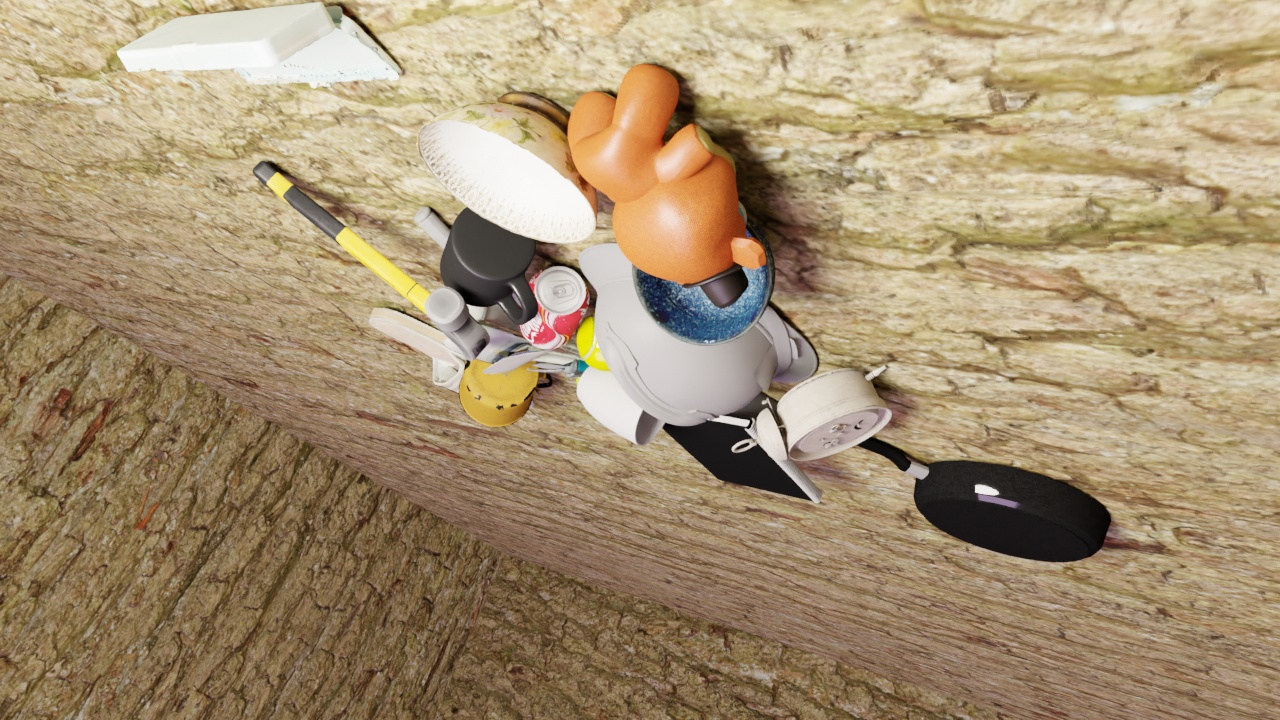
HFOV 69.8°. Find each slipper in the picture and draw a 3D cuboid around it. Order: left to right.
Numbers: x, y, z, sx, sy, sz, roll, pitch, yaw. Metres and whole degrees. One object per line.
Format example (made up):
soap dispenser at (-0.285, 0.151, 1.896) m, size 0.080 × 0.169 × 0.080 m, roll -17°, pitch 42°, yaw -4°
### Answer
slipper at (-0.270, 0.006, 1.325) m, size 0.272 × 0.054 × 0.115 m, roll 34°, pitch 153°, yaw -26°

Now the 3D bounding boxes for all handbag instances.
handbag at (-0.131, -0.018, 1.079) m, size 0.176 × 0.074 × 0.152 m, roll 22°, pitch 162°, yaw -24°

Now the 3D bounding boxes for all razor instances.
razor at (-0.189, -0.113, 0.949) m, size 0.088 × 0.047 × 0.116 m, roll 2°, pitch 144°, yaw 45°

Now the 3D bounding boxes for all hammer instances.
hammer at (-0.282, -0.108, 0.948) m, size 0.324 × 0.034 × 0.170 m, roll 37°, pitch 168°, yaw 13°

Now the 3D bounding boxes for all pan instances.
pan at (0.335, 0.141, 1.017) m, size 0.355 × 0.044 × 0.204 m, roll 22°, pitch 160°, yaw 0°

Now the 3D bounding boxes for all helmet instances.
helmet at (0.040, 0.004, 0.873) m, size 0.271 × 0.117 × 0.184 m, roll 32°, pitch 159°, yaw -28°

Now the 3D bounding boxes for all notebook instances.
notebook at (0.110, 0.108, 1.077) m, size 0.149 × 0.016 × 0.206 m, roll 8°, pitch 155°, yaw 38°

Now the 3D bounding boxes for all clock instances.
clock at (0.160, 0.054, 0.877) m, size 0.157 × 0.061 × 0.103 m, roll -20°, pitch 154°, yaw 0°

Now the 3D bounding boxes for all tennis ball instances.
tennis ball at (-0.035, -0.021, 0.968) m, size 0.065 × 0.065 × 0.065 m, roll 20°, pitch 160°, yaw 8°

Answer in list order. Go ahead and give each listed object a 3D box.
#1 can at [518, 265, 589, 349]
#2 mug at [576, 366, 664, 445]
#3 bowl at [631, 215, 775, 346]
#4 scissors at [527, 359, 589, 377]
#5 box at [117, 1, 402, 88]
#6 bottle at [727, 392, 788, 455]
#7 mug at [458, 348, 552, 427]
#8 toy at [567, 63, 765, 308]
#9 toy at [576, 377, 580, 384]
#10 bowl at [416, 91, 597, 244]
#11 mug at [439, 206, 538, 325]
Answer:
can at (-0.090, -0.055, 0.947) m, size 0.064 × 0.064 × 0.105 m, roll 25°, pitch 160°, yaw -6°
mug at (-0.017, 0.049, 1.014) m, size 0.089 × 0.071 × 0.107 m, roll 27°, pitch 162°, yaw 25°
bowl at (0.056, -0.074, 0.723) m, size 0.114 × 0.060 × 0.114 m, roll 9°, pitch 112°, yaw 23°
scissors at (-0.048, 0.012, 1.079) m, size 0.156 × 0.019 × 0.124 m, roll -7°, pitch 165°, yaw 23°
box at (-0.296, -0.234, 0.710) m, size 0.198 × 0.074 × 0.126 m, roll 11°, pitch 176°, yaw 34°
bottle at (0.106, 0.058, 1.046) m, size 0.174 × 0.046 × 0.084 m, roll 30°, pitch 159°, yaw -17°
mug at (-0.176, 0.028, 1.218) m, size 0.123 × 0.100 × 0.094 m, roll -3°, pitch 163°, yaw -14°
toy at (0.019, -0.111, 0.633) m, size 0.112 × 0.096 × 0.176 m, roll -5°, pitch 115°, yaw 53°
toy at (-0.017, 0.043, 1.140) m, size 0.118 × 0.043 × 0.092 m, roll 14°, pitch 169°, yaw 36°
bowl at (-0.088, -0.154, 0.690) m, size 0.145 × 0.063 × 0.145 m, roll 22°, pitch 161°, yaw 8°
mug at (-0.136, -0.085, 0.869) m, size 0.113 × 0.078 × 0.088 m, roll 56°, pitch 157°, yaw 0°
